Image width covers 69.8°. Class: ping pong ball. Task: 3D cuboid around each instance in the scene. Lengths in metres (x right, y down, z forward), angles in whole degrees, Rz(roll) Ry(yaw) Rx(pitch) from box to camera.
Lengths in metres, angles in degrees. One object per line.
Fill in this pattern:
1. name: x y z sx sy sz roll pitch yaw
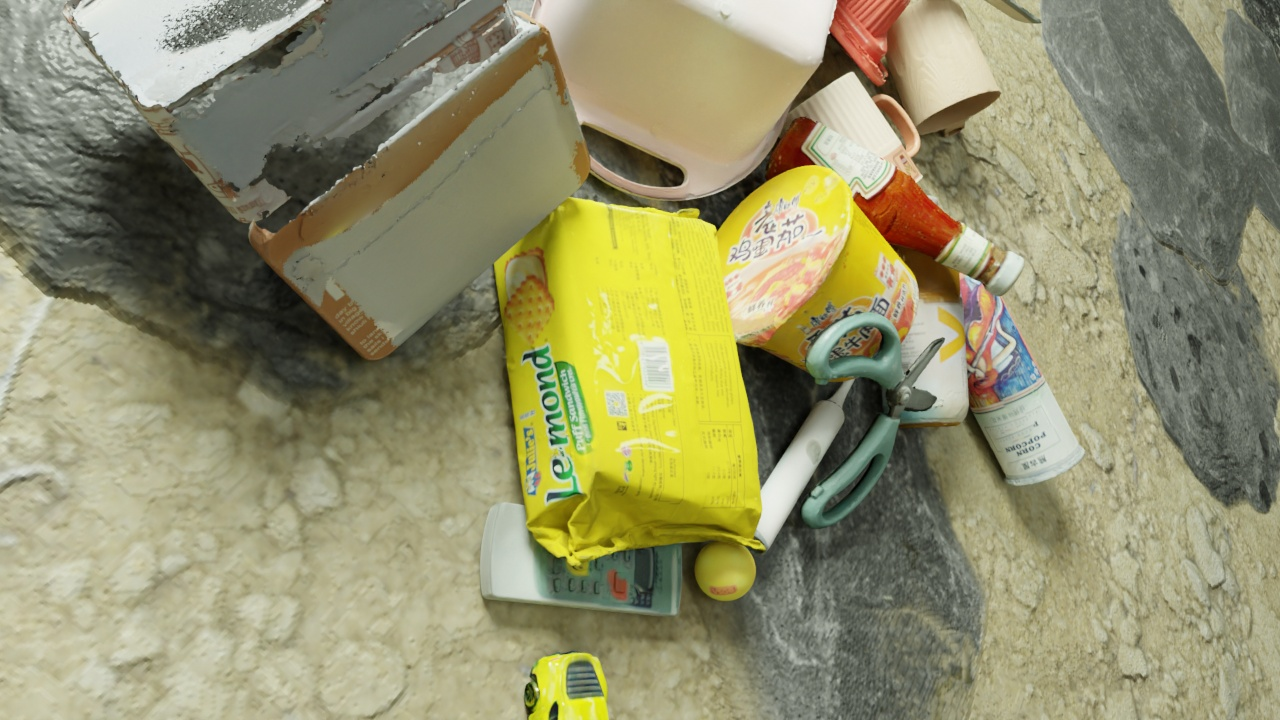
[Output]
1. ping pong ball: 0.056 0.138 0.606 0.040 0.040 0.040 12 67 -32

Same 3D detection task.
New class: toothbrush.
1. toothbrush: 0.133 0.059 0.698 0.220 0.026 0.027 -50 116 -36

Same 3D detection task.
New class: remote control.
1. remote control: -0.033 0.123 0.562 0.135 0.019 0.056 16 66 -31

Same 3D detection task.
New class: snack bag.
1. snack bag: -0.003 0.003 0.582 0.157 0.068 0.246 4 67 -34

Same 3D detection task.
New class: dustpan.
1. dustpan: 0.030 -0.265 0.676 0.222 0.139 0.272 23 57 -16

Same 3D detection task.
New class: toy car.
1. toy car: -0.037 0.219 0.519 0.048 0.032 0.105 7 72 -34

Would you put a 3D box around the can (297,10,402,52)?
1. can: -0.207 -0.226 0.533 0.146 0.058 0.058 11 68 -32

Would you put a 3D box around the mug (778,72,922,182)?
1. mug: 0.184 -0.183 0.777 0.114 0.082 0.106 -35 94 -21

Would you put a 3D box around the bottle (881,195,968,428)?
1. bottle: 0.230 -0.039 0.755 0.068 0.068 0.189 1 85 -35

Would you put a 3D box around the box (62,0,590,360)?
1. box: -0.145 -0.132 0.492 0.183 0.193 0.157 -40 58 -12

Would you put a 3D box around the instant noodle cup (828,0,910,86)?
1. instant noodle cup: 0.166 -0.333 0.791 0.189 0.079 0.164 43 27 -16

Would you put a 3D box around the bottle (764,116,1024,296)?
1. bottle: 0.195 -0.114 0.705 0.206 0.060 0.059 31 55 5

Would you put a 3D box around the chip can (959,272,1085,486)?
1. chip can: 0.312 0.001 0.817 0.071 0.071 0.214 -28 91 -38

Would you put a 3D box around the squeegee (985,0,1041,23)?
1. squeegee: 0.233 -0.414 0.882 0.246 0.039 0.246 15 36 -33

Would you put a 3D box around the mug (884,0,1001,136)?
1. mug: 0.287 -0.280 0.890 0.103 0.084 0.124 70 17 6

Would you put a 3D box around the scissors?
1. scissors: 0.153 0.047 0.649 0.170 0.019 0.179 15 101 -45

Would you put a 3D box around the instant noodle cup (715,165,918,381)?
1. instant noodle cup: 0.127 -0.055 0.672 0.109 0.138 0.137 33 58 -33
